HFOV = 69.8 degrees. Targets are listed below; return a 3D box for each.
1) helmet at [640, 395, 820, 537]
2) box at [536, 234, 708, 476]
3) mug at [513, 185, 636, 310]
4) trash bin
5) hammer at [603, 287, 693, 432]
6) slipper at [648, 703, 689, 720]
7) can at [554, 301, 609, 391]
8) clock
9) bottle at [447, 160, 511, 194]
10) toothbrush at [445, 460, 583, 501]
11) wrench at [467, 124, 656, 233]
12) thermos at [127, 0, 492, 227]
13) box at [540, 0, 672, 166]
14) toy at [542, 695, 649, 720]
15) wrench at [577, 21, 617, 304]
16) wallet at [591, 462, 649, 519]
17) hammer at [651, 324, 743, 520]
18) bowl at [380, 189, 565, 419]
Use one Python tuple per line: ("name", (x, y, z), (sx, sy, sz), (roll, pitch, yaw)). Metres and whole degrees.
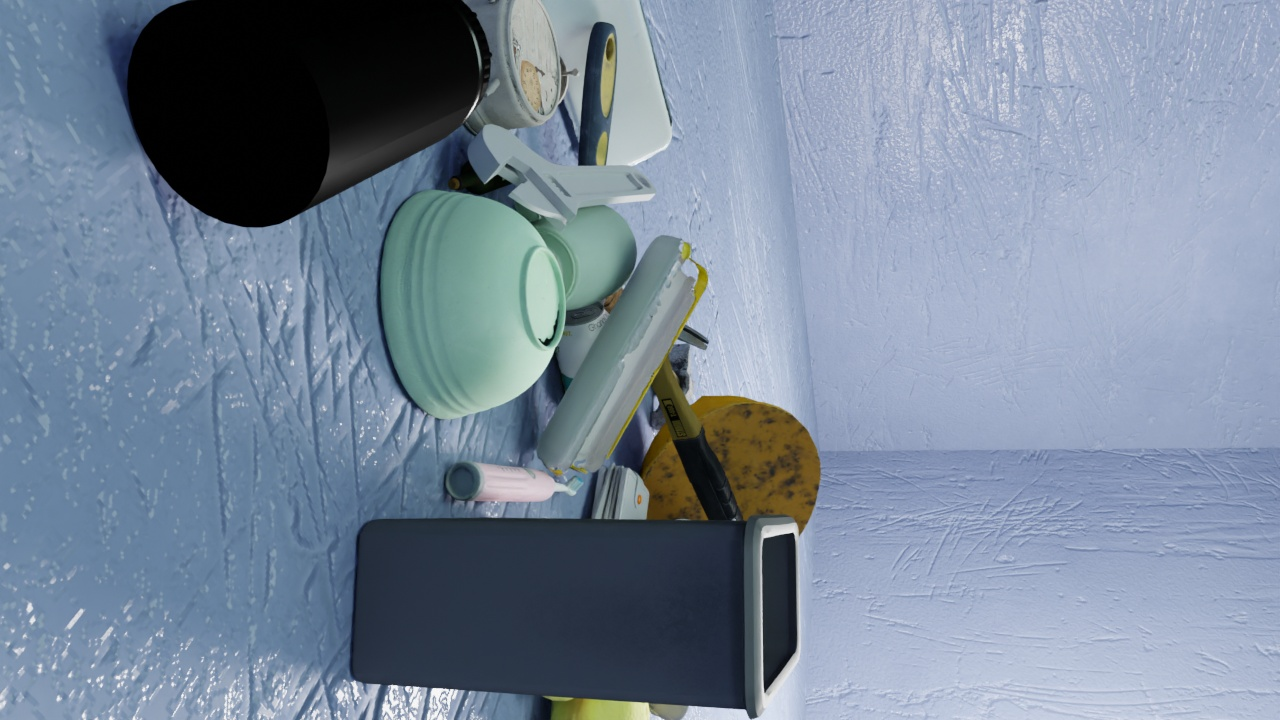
("helmet", (0.082, 0.136, 1.050), (0.131, 0.205, 0.256), (-114, -140, -64))
("box", (-0.016, -0.002, 0.753), (0.210, 0.057, 0.117), (-60, 168, 1))
("mug", (-0.064, -0.093, 0.716), (0.111, 0.084, 0.103), (69, 23, -6))
("trash bin", (-0.025, 0.141, 0.551), (0.191, 0.220, 0.097), (30, 60, -72))
("hammer", (0.004, -0.018, 1.014), (0.319, 0.049, 0.121), (53, 35, -61))
("slipper", (0.005, 0.299, 0.938), (0.266, 0.080, 0.112), (99, -3, -77))
("can", (-0.045, 0.002, 0.806), (0.054, 0.055, 0.102), (-68, 152, -55))
("clock", (-0.086, -0.215, 0.673), (0.156, 0.061, 0.103), (-7, 95, -72))
("bottle", (-0.110, -0.130, 0.644), (0.105, 0.025, 0.025), (-52, 137, -67))
("toothbrush", (-0.086, 0.094, 0.700), (0.027, 0.026, 0.222), (47, 6, 17))
("wrench", (-0.048, -0.144, 0.714), (0.086, 0.018, 0.272), (47, 22, 4))
("thermos", (-0.136, -0.134, 0.437), (0.198, 0.086, 0.086), (-62, 146, -61))
("box", (-0.043, -0.295, 0.864), (0.215, 0.106, 0.127), (73, -7, -46))
("toy", (-0.037, 0.262, 0.753), (0.148, 0.084, 0.214), (-22, 107, -72))
("wrench", (-0.044, -0.153, 0.806), (0.073, 0.022, 0.273), (-12, 111, -58))
("wallet", (-0.026, 0.160, 0.891), (0.115, 0.037, 0.118), (58, 37, -61))
("hammer", (0.055, 0.092, 0.916), (0.333, 0.118, 0.025), (65, 30, -29))
("bowl", (-0.095, -0.038, 0.590), (0.150, 0.077, 0.151), (-2, 89, -73))
